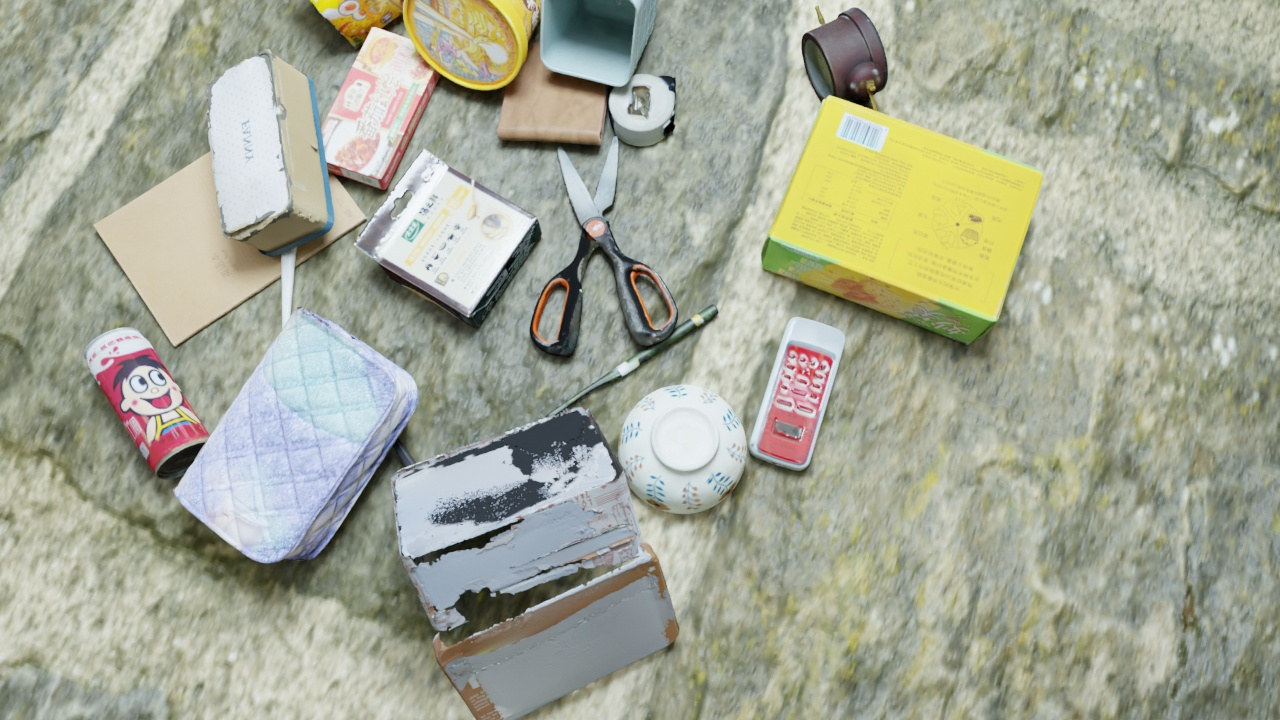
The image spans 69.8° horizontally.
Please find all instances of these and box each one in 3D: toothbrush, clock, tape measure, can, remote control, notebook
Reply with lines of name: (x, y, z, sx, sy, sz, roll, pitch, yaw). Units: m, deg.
toothbrush: (-0.206, 0.086, 0.808, 0.015, 0.018, 0.181, -35, 79, -9)
clock: (0.198, -0.274, 0.868, 0.055, 0.082, 0.122, -23, 74, -1)
toothbrush: (-0.326, -0.065, 0.843, 0.016, 0.016, 0.180, -2, 78, -1)
tape measure: (0.002, -0.243, 0.886, 0.066, 0.033, 0.066, 3, 74, 3)
can: (-0.430, 0.036, 0.803, 0.053, 0.053, 0.132, -36, 77, -9)
remote control: (0.140, 0.028, 0.816, 0.056, 0.020, 0.135, 18, 76, 6)
toothbrush: (-0.005, 0.005, 0.829, 0.185, 0.012, 0.017, -34, 83, -8)
notebook: (-0.388, -0.131, 0.872, 0.211, 0.012, 0.149, -36, 79, -9)

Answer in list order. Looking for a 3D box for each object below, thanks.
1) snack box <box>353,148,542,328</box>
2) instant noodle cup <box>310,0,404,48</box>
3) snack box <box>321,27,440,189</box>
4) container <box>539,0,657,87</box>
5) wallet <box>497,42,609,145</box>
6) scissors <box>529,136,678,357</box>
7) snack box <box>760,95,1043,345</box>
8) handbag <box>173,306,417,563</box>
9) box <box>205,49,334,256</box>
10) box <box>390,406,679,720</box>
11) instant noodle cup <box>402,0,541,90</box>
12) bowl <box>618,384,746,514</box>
snack box: (-0.174, -0.111, 0.841, 0.125, 0.053, 0.113, 31, 77, 9)
instant noodle cup: (-0.270, -0.384, 0.894, 0.123, 0.116, 0.116, -44, 77, 1)
snack box: (-0.253, -0.244, 0.887, 0.075, 0.025, 0.152, 20, 73, 1)
container: (-0.034, -0.333, 0.868, 0.090, 0.090, 0.111, 16, 49, 6)
wallet: (-0.082, -0.262, 0.897, 0.101, 0.020, 0.115, 4, 70, 4)
scissors: (-0.047, -0.100, 0.850, 0.210, 0.022, 0.221, -40, 73, -7)
snack box: (0.234, -0.127, 0.832, 0.210, 0.070, 0.157, 22, 76, 6)
handbag: (-0.287, 0.066, 0.773, 0.134, 0.075, 0.193, 33, 85, 13)
box: (-0.337, -0.182, 0.833, 0.090, 0.059, 0.184, -17, 76, 19)
box: (-0.079, 0.173, 0.739, 0.183, 0.156, 0.193, -19, 119, -9)
instant noodle cup: (-0.145, -0.339, 0.869, 0.118, 0.119, 0.114, 19, 57, 6)
bowl: (0.037, 0.072, 0.784, 0.113, 0.062, 0.113, 0, 76, 0)
